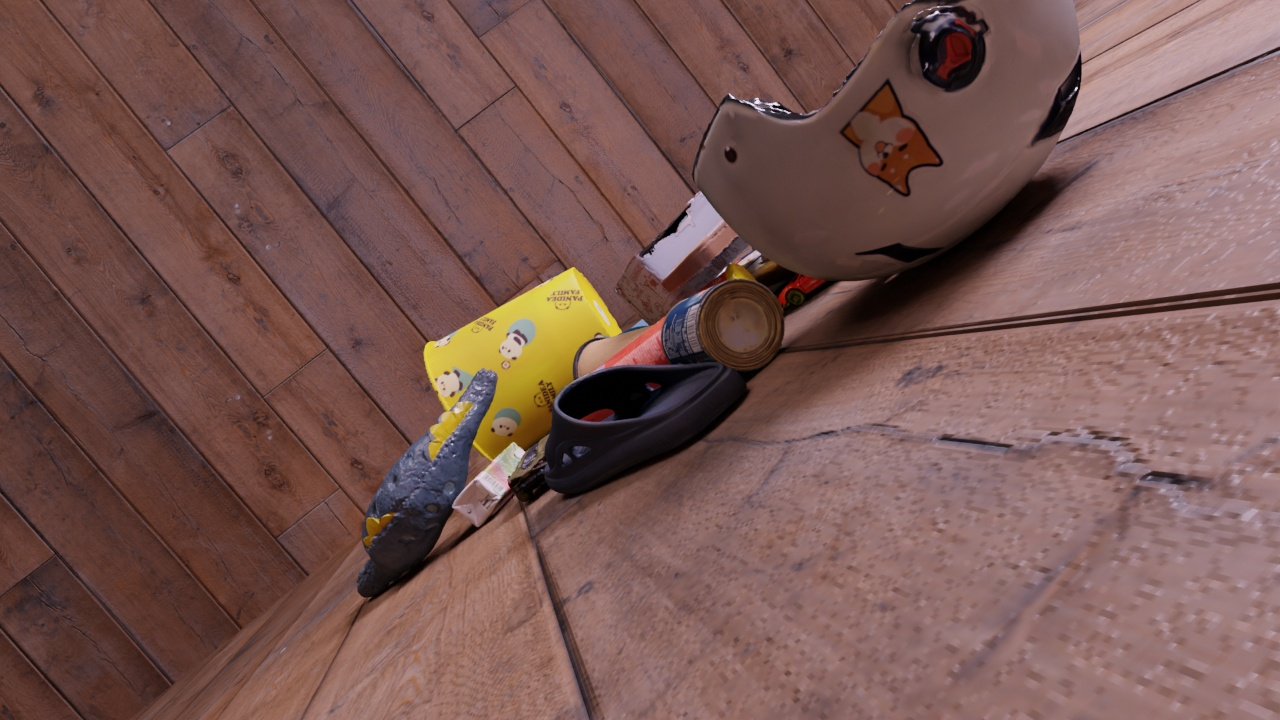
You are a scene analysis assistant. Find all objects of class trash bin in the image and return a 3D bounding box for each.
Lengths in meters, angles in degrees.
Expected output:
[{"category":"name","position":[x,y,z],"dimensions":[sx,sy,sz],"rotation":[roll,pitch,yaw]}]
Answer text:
[{"category":"trash bin","position":[-0.158,0.002,1.396],"dimensions":[0.255,0.229,0.229],"rotation":[-33,6,6]}]

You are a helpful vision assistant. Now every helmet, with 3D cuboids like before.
[{"category":"helmet","position":[0.178,-0.146,0.624],"dimensions":[0.274,0.157,0.229],"rotation":[-26,6,13]}]

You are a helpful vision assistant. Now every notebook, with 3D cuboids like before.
[{"category":"notebook","position":[0.175,-0.109,0.929],"dimensions":[0.149,0.012,0.212],"rotation":[-21,-5,-33]}]

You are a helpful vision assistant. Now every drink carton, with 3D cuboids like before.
[{"category":"drink carton","position":[-0.172,0.148,1.100],"dimensions":[0.054,0.045,0.122],"rotation":[-50,-1,20]}]

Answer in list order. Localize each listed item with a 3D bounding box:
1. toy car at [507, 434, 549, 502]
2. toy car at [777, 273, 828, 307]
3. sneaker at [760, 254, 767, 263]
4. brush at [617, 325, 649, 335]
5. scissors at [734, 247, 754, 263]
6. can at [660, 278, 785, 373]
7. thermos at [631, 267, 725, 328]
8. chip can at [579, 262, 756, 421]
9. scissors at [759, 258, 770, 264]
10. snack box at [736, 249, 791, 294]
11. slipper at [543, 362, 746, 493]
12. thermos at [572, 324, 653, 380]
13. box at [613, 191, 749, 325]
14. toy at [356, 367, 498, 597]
[{"category":"toy car","position":[-0.102,0.108,1.013],"dimensions":[0.070,0.042,0.158],"rotation":[-37,3,11]},{"category":"toy car","position":[0.169,-0.086,0.861],"dimensions":[0.107,0.031,0.049],"rotation":[-37,3,38]},{"category":"sneaker","position":[0.234,-0.182,1.019],"dimensions":[0.242,0.091,0.089],"rotation":[-50,-15,-7]},{"category":"brush","position":[-0.009,0.000,1.111],"dimensions":[0.144,0.073,0.055],"rotation":[-34,11,41]},{"category":"scissors","position":[0.201,-0.169,1.279],"dimensions":[0.204,0.021,0.224],"rotation":[-36,8,-3]},{"category":"can","position":[0.067,-0.024,0.769],"dimensions":[0.075,0.075,0.111],"rotation":[-40,5,-13]},{"category":"thermos","position":[0.046,-0.051,1.247],"dimensions":[0.220,0.070,0.070],"rotation":[-40,5,-12]},{"category":"chip can","position":[0.028,-0.003,0.895],"dimensions":[0.217,0.073,0.073],"rotation":[-37,5,20]},{"category":"scissors","position":[0.199,-0.136,0.903],"dimensions":[0.181,0.014,0.159],"rotation":[-26,-6,25]},{"category":"snack box","position":[0.110,-0.079,1.132],"dimensions":[0.177,0.046,0.183],"rotation":[-40,5,-15]},{"category":"slipper","position":[-0.015,0.039,0.769],"dimensions":[0.110,0.083,0.269],"rotation":[-39,6,-32]},{"category":"thermos","position":[-0.006,0.006,1.006],"dimensions":[0.144,0.093,0.092],"rotation":[-21,15,44]},{"category":"box","position":[0.077,-0.136,0.954],"dimensions":[0.176,0.082,0.261],"rotation":[-46,1,-16]},{"category":"toy","position":[-0.271,0.172,1.108],"dimensions":[0.357,0.091,0.137],"rotation":[-59,4,17]}]
